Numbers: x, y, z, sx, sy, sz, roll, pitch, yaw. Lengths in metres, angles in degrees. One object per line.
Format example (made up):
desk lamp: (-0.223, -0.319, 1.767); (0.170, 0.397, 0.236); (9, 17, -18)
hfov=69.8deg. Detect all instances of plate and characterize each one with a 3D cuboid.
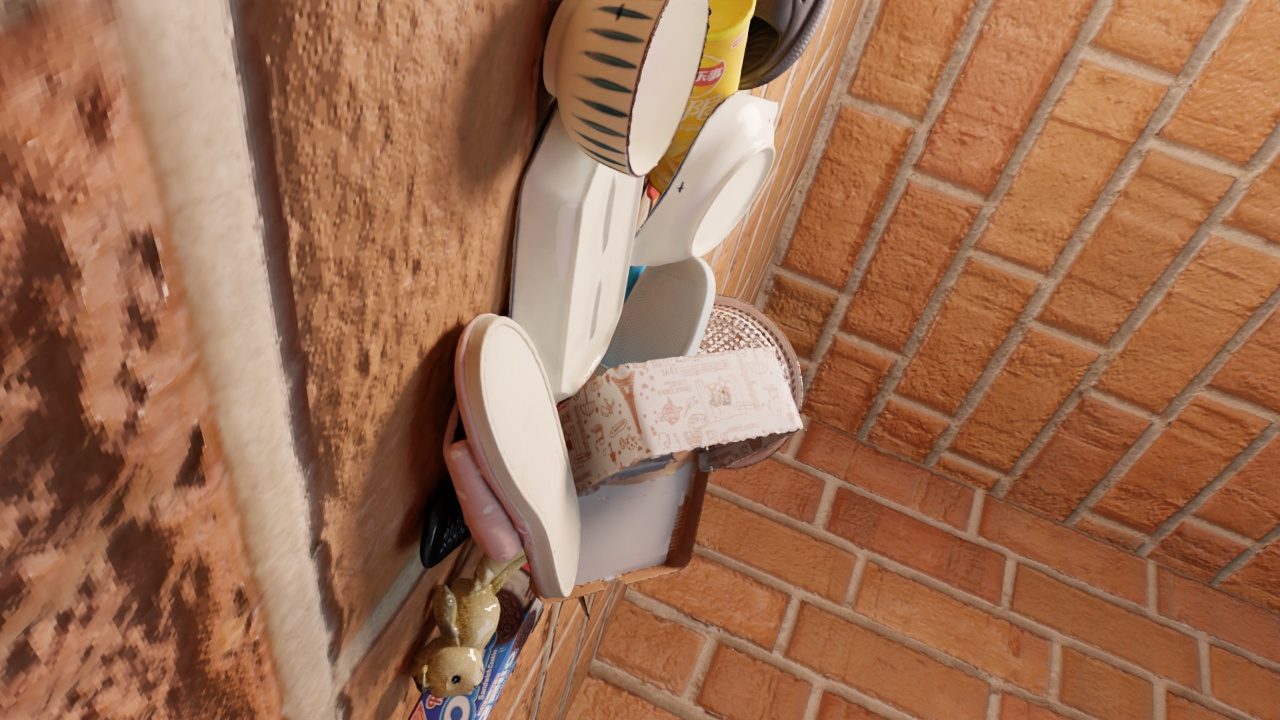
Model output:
plate: (-0.039, -0.073, 0.646); (0.161, 0.034, 0.266); (-55, 162, -48)
plate: (0.064, -0.138, 0.754); (0.164, 0.034, 0.164); (-57, 166, 23)

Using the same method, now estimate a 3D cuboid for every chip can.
chip can: (0.042, -0.211, 0.720); (0.214, 0.072, 0.072); (91, 23, -68)

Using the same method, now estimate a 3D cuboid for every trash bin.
trash bin: (0.051, 0.049, 1.069); (0.191, 0.227, 0.228); (-27, 140, -58)

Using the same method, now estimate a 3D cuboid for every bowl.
bowl: (-0.012, -0.166, 0.508); (0.116, 0.066, 0.116); (22, 89, -79)

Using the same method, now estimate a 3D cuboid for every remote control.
remote control: (-0.127, 0.103, 0.646); (0.136, 0.024, 0.053); (-40, 145, -73)

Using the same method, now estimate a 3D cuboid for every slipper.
slipper: (-0.088, 0.075, 0.619); (0.275, 0.054, 0.114); (78, 14, -50)
slipper: (-0.005, 0.005, 0.883); (0.245, 0.104, 0.074); (-64, 158, 2)
slipper: (0.110, -0.351, 0.757); (0.083, 0.111, 0.268); (31, 80, -42)

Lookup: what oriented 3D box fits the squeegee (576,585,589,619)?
squeegee: (-0.066, 0.110, 0.972); (0.248, 0.040, 0.249); (-162, -95, -76)

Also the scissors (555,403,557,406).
scissors: (-0.048, -0.039, 0.803); (0.205, 0.015, 0.197); (-50, 160, -62)

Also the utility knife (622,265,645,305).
utility knife: (0.027, -0.155, 0.945); (0.034, 0.018, 0.216); (75, 40, -73)

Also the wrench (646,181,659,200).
wrench: (0.060, -0.277, 0.844); (0.056, 0.016, 0.273); (-4, 116, -77)

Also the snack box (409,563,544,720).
snack box: (-0.143, 0.266, 0.869); (0.058, 0.057, 0.207); (93, 22, -59)

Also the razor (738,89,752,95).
razor: (0.096, -0.300, 0.920); (0.067, 0.062, 0.167); (14, 94, -50)

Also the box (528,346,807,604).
box: (0.007, 0.097, 0.809); (0.178, 0.125, 0.275); (-6, 138, -35)

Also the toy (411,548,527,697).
toy: (-0.129, 0.202, 0.750); (0.157, 0.066, 0.105); (-58, 164, -17)
